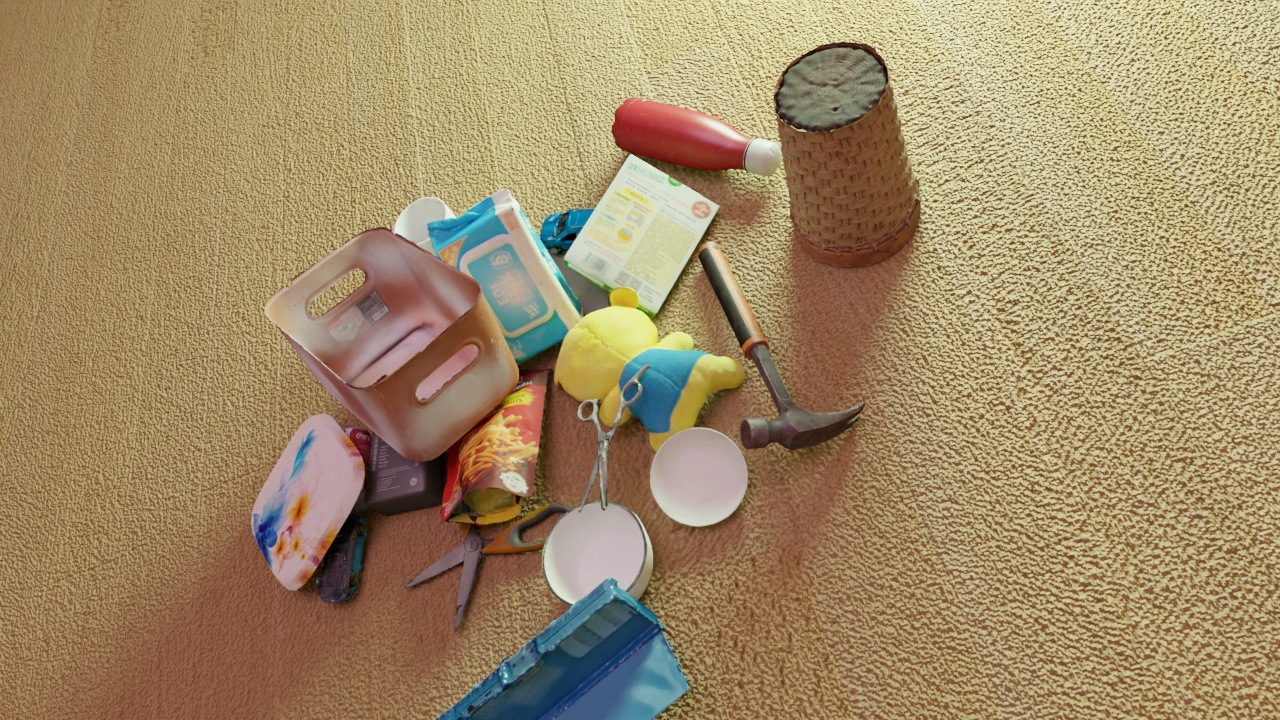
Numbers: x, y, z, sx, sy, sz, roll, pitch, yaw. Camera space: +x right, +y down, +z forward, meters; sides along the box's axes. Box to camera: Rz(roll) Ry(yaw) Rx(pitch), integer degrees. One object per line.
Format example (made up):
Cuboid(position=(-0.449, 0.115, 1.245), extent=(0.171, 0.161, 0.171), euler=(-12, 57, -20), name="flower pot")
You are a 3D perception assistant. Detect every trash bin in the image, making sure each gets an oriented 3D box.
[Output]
Cuboid(position=(0.222, -0.221, 1.009), extent=(0.151, 0.210, 0.151), euler=(-11, 58, 18), name="trash bin")
Cuboid(position=(-0.286, -0.018, 1.083), extent=(0.181, 0.157, 0.260), euler=(-43, 47, -21), name="trash bin")

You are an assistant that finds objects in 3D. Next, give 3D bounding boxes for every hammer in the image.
Cuboid(position=(0.135, -0.029, 1.025), extent=(0.137, 0.035, 0.314), euler=(-3, 45, -17), name="hammer")

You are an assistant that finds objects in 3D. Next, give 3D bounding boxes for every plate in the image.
Cuboid(position=(-0.068, -0.131, 1.199), extent=(0.179, 0.012, 0.178), euler=(-10, 58, 17), name="plate")
Cuboid(position=(0.063, 0.125, 0.978), extent=(0.104, 0.026, 0.104), euler=(-3, 77, 12), name="plate")
Cuboid(position=(-0.415, 0.167, 1.124), extent=(0.187, 0.016, 0.187), euler=(35, 94, 45), name="plate")

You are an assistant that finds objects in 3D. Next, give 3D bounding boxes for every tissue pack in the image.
Cuboid(position=(-0.160, -0.099, 1.113), extent=(0.117, 0.209, 0.066), euler=(-28, 20, 6), name="tissue pack")

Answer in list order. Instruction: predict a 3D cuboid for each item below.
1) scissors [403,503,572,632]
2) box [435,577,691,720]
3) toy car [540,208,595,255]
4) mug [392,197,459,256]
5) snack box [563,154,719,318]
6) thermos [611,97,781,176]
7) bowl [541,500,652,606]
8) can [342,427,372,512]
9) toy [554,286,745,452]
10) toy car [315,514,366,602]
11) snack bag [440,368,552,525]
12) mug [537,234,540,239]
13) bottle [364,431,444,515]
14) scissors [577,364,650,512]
Cuboid(position=(-0.170, 0.196, 1.049), extent=(0.229, 0.016, 0.224), euler=(-8, 58, 18), name="scissors")
Cuboid(position=(-0.076, 0.327, 0.861), extent=(0.231, 0.094, 0.112), euler=(-40, 36, 4), name="box")
Cuboid(position=(-0.075, -0.172, 1.190), extent=(0.120, 0.043, 0.056), euler=(-1, 61, 23), name="toy car")
Cuboid(position=(-0.296, -0.163, 1.267), extent=(0.114, 0.088, 0.080), euler=(-9, 59, 18), name="mug")
Cuboid(position=(0.002, -0.155, 1.137), extent=(0.132, 0.027, 0.167), euler=(30, 74, 0), name="snack box")
Cuboid(position=(0.074, -0.285, 1.193), extent=(0.240, 0.073, 0.073), euler=(22, 72, 31), name="thermos")
Cuboid(position=(-0.038, 0.210, 0.955), extent=(0.116, 0.066, 0.116), euler=(-10, 58, 17), name="bowl")
Cuboid(position=(-0.357, 0.135, 1.140), extent=(0.054, 0.054, 0.096), euler=(-20, 56, 11), name="can")
Cuboid(position=(-0.006, 0.006, 1.051), extent=(0.214, 0.084, 0.148), euler=(33, 76, 31), name="toy")
Cuboid(position=(-0.353, 0.236, 1.093), extent=(0.048, 0.032, 0.105), euler=(-6, 65, 19), name="toy car")
Cuboid(position=(-0.173, 0.094, 1.084), extent=(0.139, 0.067, 0.207), euler=(-16, 42, 15), name="snack bag")
Cuboid(position=(-0.178, -0.123, 1.207), extent=(0.116, 0.080, 0.107), euler=(-6, 56, -1), name="mug")
Cuboid(position=(-0.287, 0.098, 1.137), extent=(0.084, 0.046, 0.173), euler=(-14, 57, 15), name="bottle")
Cuboid(position=(-0.028, 0.081, 0.969), extent=(0.147, 0.014, 0.141), euler=(-40, 44, 14), name="scissors")
